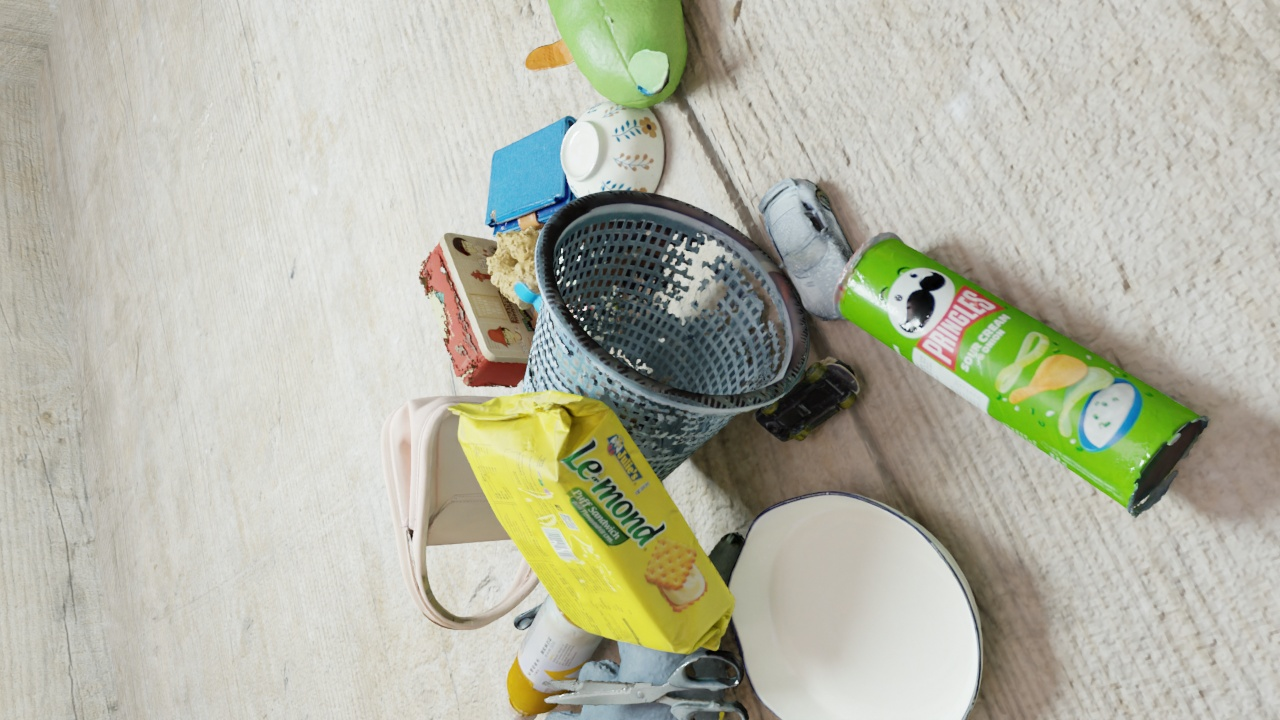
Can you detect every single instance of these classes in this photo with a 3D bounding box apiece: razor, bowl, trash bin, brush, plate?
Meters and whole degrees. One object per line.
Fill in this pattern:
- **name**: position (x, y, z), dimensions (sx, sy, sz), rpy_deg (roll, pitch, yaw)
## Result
- **razor**: position (-0.092, 0.257, 0.972), dimensions (0.042, 0.022, 0.143), rpy_deg (46, 129, -6)
- **bowl**: position (-0.036, -0.197, 0.884), dimensions (0.114, 0.062, 0.113), rpy_deg (2, 93, 45)
- **trash bin**: position (-0.005, 0.004, 0.765), dimensions (0.226, 0.226, 0.196), rpy_deg (60, 142, 27)
- **brush**: position (-0.097, -0.032, 0.931), dimensions (0.083, 0.045, 0.254), rpy_deg (-45, 58, 39)
- **plate**: position (0.158, 0.195, 0.683), dimensions (0.205, 0.045, 0.205), rpy_deg (6, 99, 43)

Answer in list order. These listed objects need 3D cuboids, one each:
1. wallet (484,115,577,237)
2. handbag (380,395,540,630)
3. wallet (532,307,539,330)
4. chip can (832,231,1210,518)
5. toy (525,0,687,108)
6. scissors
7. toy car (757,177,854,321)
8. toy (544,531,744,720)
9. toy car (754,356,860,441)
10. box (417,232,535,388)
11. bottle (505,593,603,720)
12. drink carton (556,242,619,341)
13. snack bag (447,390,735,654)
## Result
- **wallet**: position (-0.114, -0.193, 0.982), dimensions (0.133, 0.040, 0.106), rpy_deg (-10, 74, 46)
- **handbag**: position (-0.158, 0.152, 0.910), dimensions (0.093, 0.193, 0.234), rpy_deg (4, 89, 49)
- **wallet**: position (-0.071, -0.071, 0.952), dimensions (0.101, 0.020, 0.115), rpy_deg (30, 114, 41)
- **chip can**: position (0.235, 0.001, 0.596), dimensions (0.236, 0.072, 0.072), rpy_deg (42, 119, 37)
- **toy**: position (-0.025, -0.340, 0.853), dimensions (0.228, 0.089, 0.246), rpy_deg (-26, 75, 31)
- **scissors**: position (0.004, 0.264, 0.749), dimensions (0.172, 0.014, 0.145), rpy_deg (32, 105, 12)
- **toy car**: position (0.135, -0.088, 0.726), dimensions (0.054, 0.036, 0.120), rpy_deg (-39, 66, 38)
- **toy**: position (0.008, 0.295, 0.821), dimensions (0.357, 0.091, 0.137), rpy_deg (-57, 44, 31)
- **toy car**: position (0.132, 0.028, 0.723), dimensions (0.091, 0.042, 0.035), rpy_deg (-41, 17, 39)
- **box**: position (-0.182, -0.050, 1.013), dimensions (0.080, 0.091, 0.168), rpy_deg (-43, 61, 33)
- **bottle**: position (-0.092, 0.304, 0.934), dimensions (0.068, 0.067, 0.190), rpy_deg (52, 130, 33)
- **drink carton**: position (-0.054, -0.078, 0.883), dimensions (0.046, 0.053, 0.122), rpy_deg (0, 98, 37)
- **snack bag**: position (-0.041, 0.128, 0.709), dimensions (0.158, 0.068, 0.246), rpy_deg (-6, 122, 49)
